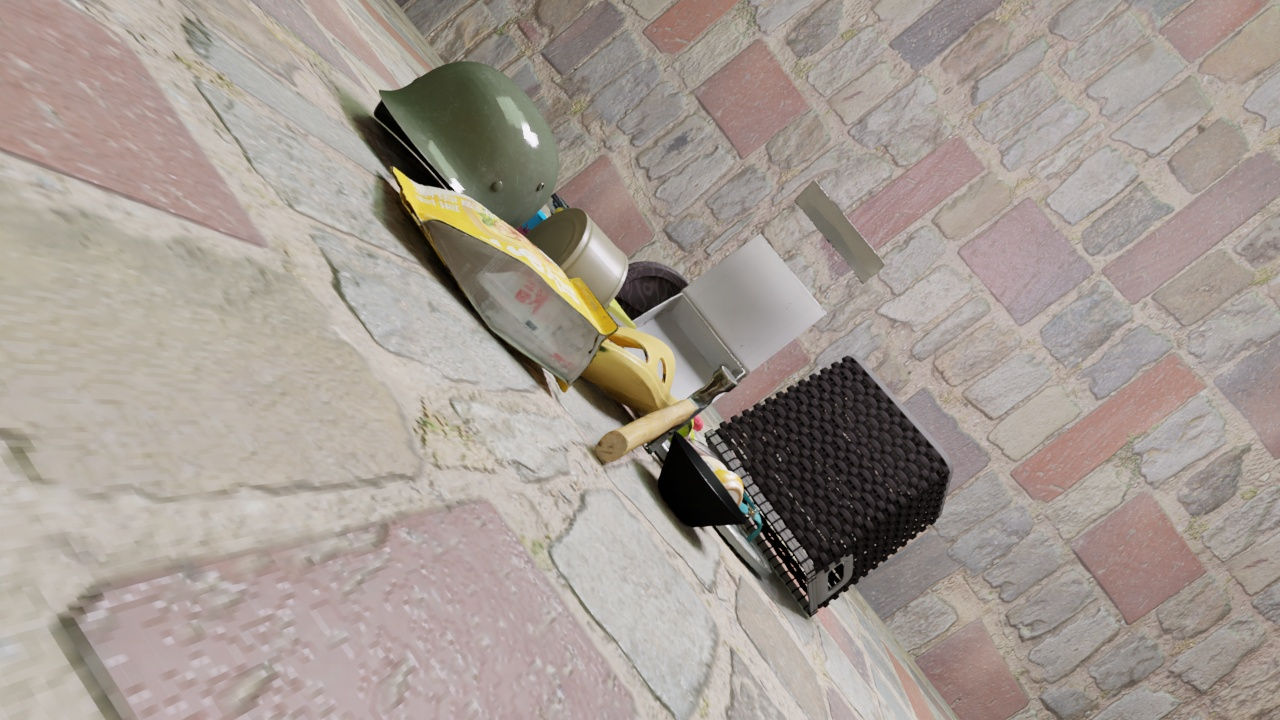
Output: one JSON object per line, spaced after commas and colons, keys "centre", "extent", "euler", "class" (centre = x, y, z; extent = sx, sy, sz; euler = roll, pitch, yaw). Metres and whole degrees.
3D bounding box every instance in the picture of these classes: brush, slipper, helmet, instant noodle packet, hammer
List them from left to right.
{"centre": [-0.180, -0.241, 1.032], "extent": [0.227, 0.154, 0.267], "euler": [53, 5, 14], "class": "helmet"}
{"centre": [-0.136, -0.091, 0.846], "extent": [0.221, 0.084, 0.163], "euler": [42, 7, -29], "class": "instant noodle packet"}
{"centre": [-0.006, 0.006, 1.091], "extent": [0.099, 0.078, 0.263], "euler": [19, -12, 19], "class": "slipper"}
{"centre": [0.018, 0.068, 0.974], "extent": [0.033, 0.132, 0.330], "euler": [53, 15, 7], "class": "hammer"}
{"centre": [0.073, 0.109, 1.171], "extent": [0.050, 0.015, 0.135], "euler": [35, -2, 24], "class": "brush"}
{"centre": [0.096, 0.170, 1.185], "extent": [0.269, 0.055, 0.098], "euler": [50, 7, -5], "class": "slipper"}

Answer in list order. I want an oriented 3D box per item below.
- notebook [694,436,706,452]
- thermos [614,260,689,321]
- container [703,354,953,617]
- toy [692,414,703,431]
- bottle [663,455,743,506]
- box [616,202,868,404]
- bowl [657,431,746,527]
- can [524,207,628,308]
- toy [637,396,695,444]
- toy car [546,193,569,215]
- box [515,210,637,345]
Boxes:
{"centre": [0.060, 0.106, 1.582], "extent": [0.153, 0.012, 0.208], "euler": [53, 5, 11], "class": "notebook"}
{"centre": [-0.008, -0.088, 1.538], "extent": [0.173, 0.172, 0.226], "euler": [50, -1, -16], "class": "thermos"}
{"centre": [0.271, 0.175, 1.322], "extent": [0.245, 0.243, 0.247], "euler": [54, -8, 31], "class": "container"}
{"centre": [0.057, 0.065, 1.510], "extent": [0.135, 0.045, 0.091], "euler": [47, 5, 35], "class": "toy"}
{"centre": [0.072, 0.143, 1.095], "extent": [0.109, 0.063, 0.063], "euler": [37, -8, 49], "class": "bottle"}
{"centre": [0.141, -0.062, 1.397], "extent": [0.166, 0.417, 0.109], "euler": [52, -26, 6], "class": "box"}
{"centre": [0.055, 0.141, 0.987], "extent": [0.124, 0.052, 0.124], "euler": [51, 5, -6], "class": "bowl"}
{"centre": [-0.086, -0.100, 1.028], "extent": [0.073, 0.128, 0.127], "euler": [46, 7, -34], "class": "can"}
{"centre": [0.029, 0.072, 1.254], "extent": [0.118, 0.043, 0.092], "euler": [38, -26, 31], "class": "toy"}
{"centre": [-0.091, -0.175, 1.223], "extent": [0.105, 0.033, 0.048], "euler": [51, 2, -38], "class": "toy car"}
{"centre": [-0.110, -0.114, 1.254], "extent": [0.221, 0.079, 0.124], "euler": [51, 5, 19], "class": "box"}
